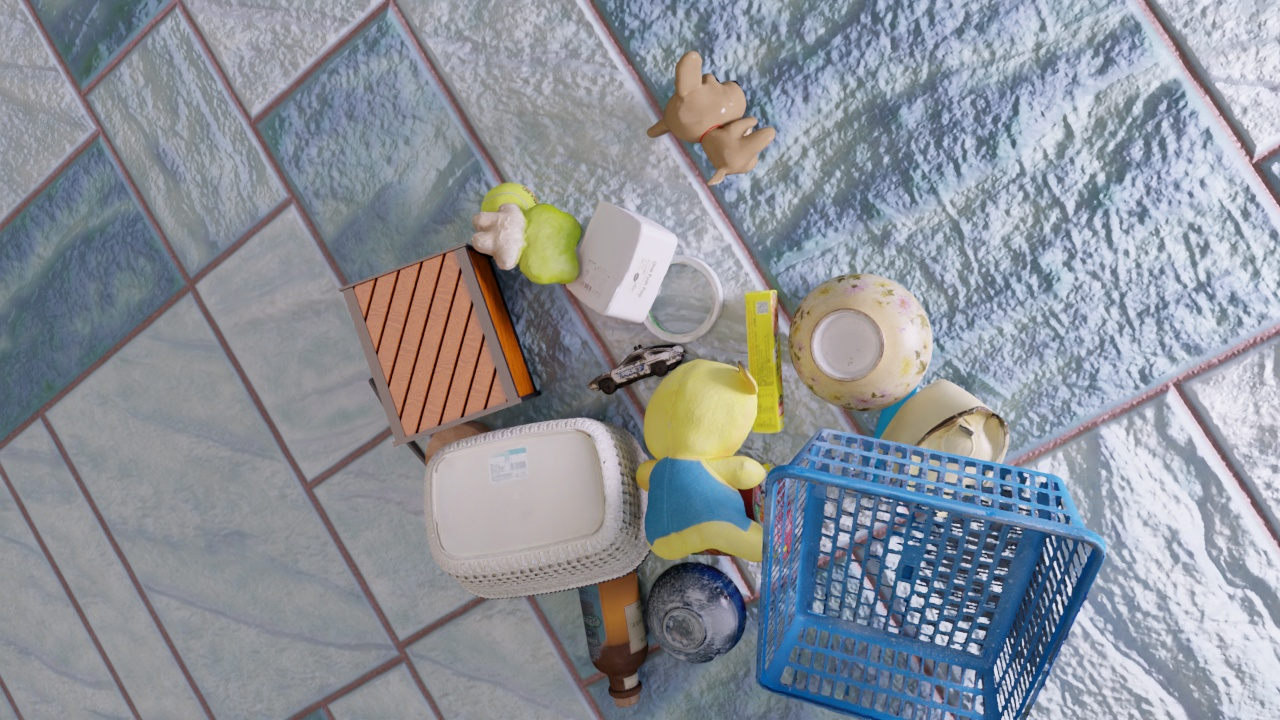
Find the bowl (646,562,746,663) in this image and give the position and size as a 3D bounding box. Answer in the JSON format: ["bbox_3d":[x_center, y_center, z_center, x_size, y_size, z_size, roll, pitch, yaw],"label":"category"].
[{"bbox_3d":[0.056,0.287,1.014,0.114,0.060,0.114,2,98,17],"label":"bowl"}]

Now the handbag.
[{"bbox_3d":[0.288,0.083,0.875,0.081,0.119,0.111,33,102,0],"label":"handbag"}]

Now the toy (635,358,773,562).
[{"bbox_3d":[0.057,0.093,0.922,0.149,0.084,0.213,-11,65,37],"label":"toy"}]

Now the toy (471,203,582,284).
[{"bbox_3d":[-0.120,-0.125,0.964,0.117,0.043,0.092,8,73,-15],"label":"toy"}]

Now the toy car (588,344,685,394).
[{"bbox_3d":[-0.006,0.006,1.004,0.113,0.048,0.040,-20,92,19],"label":"toy car"}]

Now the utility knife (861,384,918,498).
[{"bbox_3d":[0.256,0.065,0.944,0.031,0.015,0.175,20,101,18],"label":"utility knife"}]

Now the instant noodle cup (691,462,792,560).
[{"bbox_3d":[0.092,0.168,0.973,0.113,0.100,0.100,-13,92,26],"label":"instant noodle cup"}]

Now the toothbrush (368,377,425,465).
[{"bbox_3d":[-0.287,0.091,1.126,0.013,0.012,0.167,-35,85,27],"label":"toothbrush"}]

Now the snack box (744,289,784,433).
[{"bbox_3d":[0.131,0.000,0.964,0.029,0.040,0.148,-2,96,18],"label":"snack box"}]

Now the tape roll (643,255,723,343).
[{"bbox_3d":[0.043,-0.067,0.996,0.094,0.018,0.094,2,97,18],"label":"tape roll"}]

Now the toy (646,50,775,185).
[{"bbox_3d":[0.074,-0.238,0.929,0.105,0.134,0.108,-37,82,-24],"label":"toy"}]

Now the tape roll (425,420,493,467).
[{"bbox_3d":[-0.209,0.120,1.095,0.094,0.027,0.094,2,97,18],"label":"tape roll"}]

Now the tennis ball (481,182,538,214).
[{"bbox_3d":[-0.144,-0.164,1.019,0.065,0.065,0.065,2,97,18],"label":"tennis ball"}]

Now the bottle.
[{"bbox_3d":[-0.027,0.313,1.039,0.068,0.067,0.157,-8,94,19],"label":"bottle"}]

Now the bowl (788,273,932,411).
[{"bbox_3d":[0.212,-0.017,0.915,0.145,0.063,0.145,1,94,24],"label":"bowl"}]

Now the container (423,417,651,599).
[{"bbox_3d":[-0.112,0.152,0.982,0.252,0.143,0.184,-11,71,6],"label":"container"}]

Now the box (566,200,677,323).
[{"bbox_3d":[-0.008,-0.100,0.983,0.102,0.095,0.107,38,107,50],"label":"box"}]

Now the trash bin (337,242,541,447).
[{"bbox_3d":[-0.212,-0.017,1.002,0.140,0.139,0.172,-19,90,2],"label":"trash bin"}]

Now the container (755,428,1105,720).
[{"bbox_3d":[0.245,0.213,0.847,0.257,0.089,0.363,11,135,16],"label":"container"}]
